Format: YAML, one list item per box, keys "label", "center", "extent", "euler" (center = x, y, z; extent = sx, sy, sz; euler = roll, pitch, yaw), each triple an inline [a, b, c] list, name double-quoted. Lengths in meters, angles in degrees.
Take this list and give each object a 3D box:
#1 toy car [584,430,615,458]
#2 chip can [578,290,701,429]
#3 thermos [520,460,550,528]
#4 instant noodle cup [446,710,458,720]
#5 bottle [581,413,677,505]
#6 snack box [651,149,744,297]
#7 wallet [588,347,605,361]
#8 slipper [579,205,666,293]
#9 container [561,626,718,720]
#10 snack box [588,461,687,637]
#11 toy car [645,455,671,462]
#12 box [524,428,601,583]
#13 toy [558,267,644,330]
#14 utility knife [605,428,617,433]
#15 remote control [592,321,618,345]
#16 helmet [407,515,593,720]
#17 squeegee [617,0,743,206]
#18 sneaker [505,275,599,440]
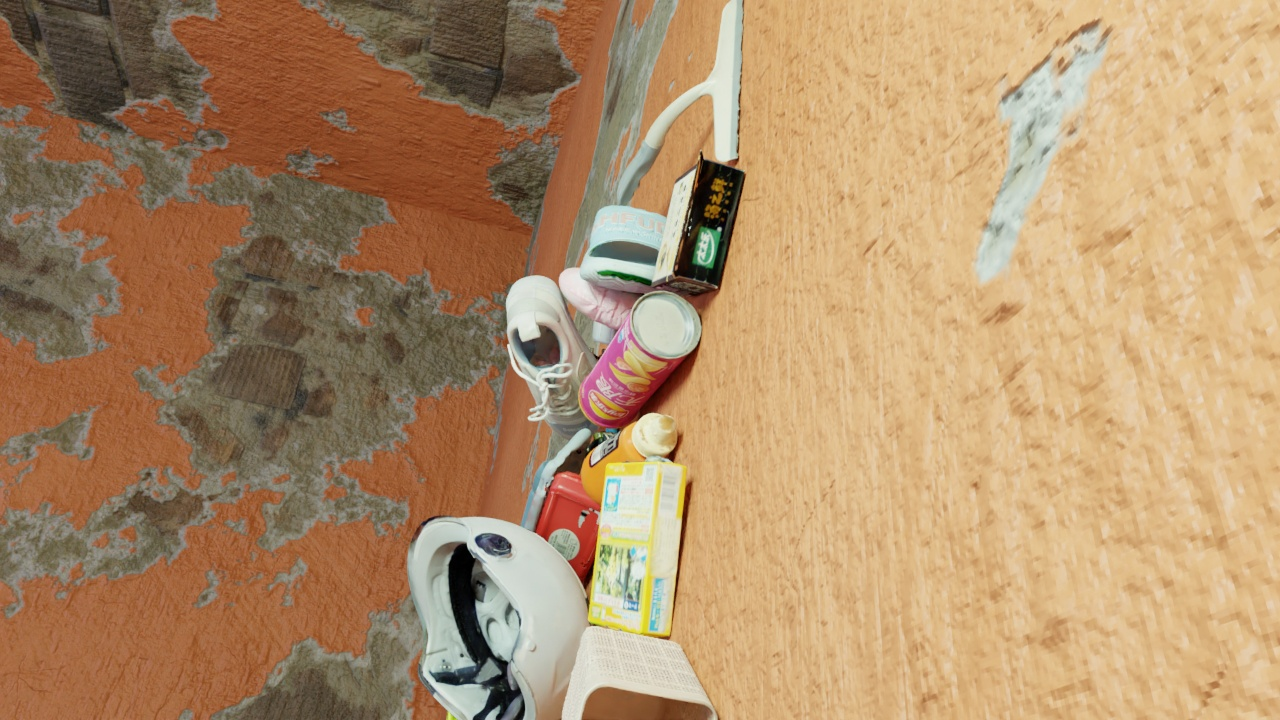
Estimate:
- label: "toy car"
  center: [-0.041, 0.109, 1.053]
  extent: [0.091, 0.035, 0.042]
  euler: [124, 128, -62]
- label: "chip can"
  center: [-0.006, 0.005, 0.933]
  extent: [0.211, 0.071, 0.071]
  euler: [128, 153, -63]
- label: "thermos"
  center: [-0.146, 0.254, 1.334]
  extent: [0.070, 0.070, 0.221]
  euler: [-118, 43, -73]
- label: "instant noodle cup"
  center: [-0.160, 0.448, 1.028]
  extent: [0.112, 0.123, 0.111]
  euler: [-174, 91, -80]
- label: "bottle"
  center: [-0.005, 0.090, 0.875]
  extent: [0.150, 0.066, 0.066]
  euler: [131, 151, -52]
- label: "snack box"
  center: [0.050, -0.122, 0.854]
  extent: [0.126, 0.053, 0.113]
  euler: [-177, 100, -77]
- label: "wallet"
  center: [-0.065, 0.038, 1.242]
  extent: [0.124, 0.032, 0.101]
  euler: [122, 156, -84]
- label: "slipper"
  center: [-0.005, -0.134, 1.016]
  extent: [0.245, 0.104, 0.074]
  euler: [-86, 8, -68]
- label: "container"
  center: [-0.008, 0.248, 0.642]
  extent: [0.111, 0.090, 0.090]
  euler: [-135, 59, -79]
- label: "snack box"
  center: [-0.003, 0.156, 0.775]
  extent: [0.087, 0.033, 0.140]
  euler: [-13, 65, 56]
- label: "toy car"
  center: [0.006, 0.123, 0.836]
  extent: [0.091, 0.034, 0.042]
  euler: [-47, 38, 41]
- label: "box"
  center: [-0.078, 0.170, 1.063]
  extent: [0.202, 0.095, 0.101]
  euler: [111, -177, -48]
- label: "toy"
  center: [-0.035, -0.071, 1.048]
  extent: [0.054, 0.121, 0.159]
  euler: [-63, 3, 8]
- label: "utility knife"
  center: [-0.034, 0.057, 1.140]
  extent: [0.034, 0.018, 0.159]
  euler: [98, 174, -47]
- label: "remote control"
  center: [-0.041, -0.048, 1.196]
  extent: [0.136, 0.020, 0.056]
  euler: [-164, 79, -77]
- label: "helmet"
  center: [-0.141, 0.280, 0.999]
  extent: [0.258, 0.145, 0.230]
  euler: [47, 127, 39]
- label: "squeegee"
  center: [0.025, -0.245, 1.009]
  extent: [0.247, 0.039, 0.245]
  euler: [-41, 35, 49]
- label: "sneaker"
  center: [-0.094, 0.022, 1.054]
  extent: [0.090, 0.089, 0.242]
  euler: [-94, -10, -48]
